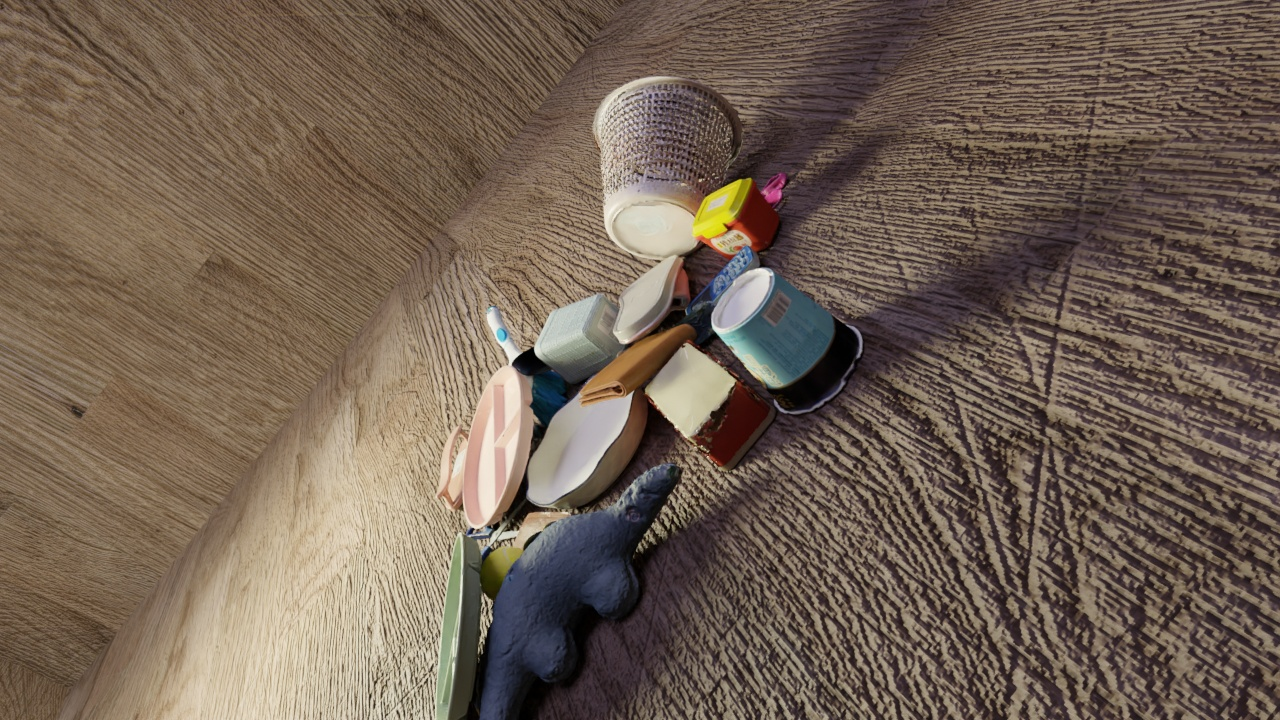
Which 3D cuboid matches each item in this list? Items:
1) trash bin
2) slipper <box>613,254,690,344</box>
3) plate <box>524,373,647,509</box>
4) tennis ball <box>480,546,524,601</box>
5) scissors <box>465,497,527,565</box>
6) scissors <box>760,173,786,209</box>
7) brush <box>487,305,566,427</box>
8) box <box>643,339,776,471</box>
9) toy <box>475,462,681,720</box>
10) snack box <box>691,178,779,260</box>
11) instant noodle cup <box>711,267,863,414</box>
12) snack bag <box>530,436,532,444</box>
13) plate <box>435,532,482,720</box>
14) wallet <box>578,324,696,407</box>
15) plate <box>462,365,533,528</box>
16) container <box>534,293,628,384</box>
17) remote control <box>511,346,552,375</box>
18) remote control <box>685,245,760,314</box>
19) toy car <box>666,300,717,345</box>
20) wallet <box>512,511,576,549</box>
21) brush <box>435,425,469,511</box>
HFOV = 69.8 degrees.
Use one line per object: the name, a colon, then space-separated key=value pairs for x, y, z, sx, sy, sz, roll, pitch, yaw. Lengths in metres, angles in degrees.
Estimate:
trash bin: x=0.032 y=-0.265 z=1.338 sx=0.228 sy=0.227 sz=0.191 roll=-27 pitch=46 yaw=43
slipper: x=0.018 y=-0.076 z=1.236 sx=0.114 sy=0.054 sz=0.274 roll=-35 pitch=13 yaw=14
plate: x=-0.065 y=0.102 z=1.164 sx=0.205 sy=0.045 sz=0.204 roll=-41 pitch=25 yaw=24
tennis ball: x=-0.148 y=0.242 z=1.030 sx=0.066 sy=0.065 sz=0.065 roll=-40 pitch=26 yaw=24
scissors: x=-0.204 y=0.244 z=1.250 sx=0.175 sy=0.012 sz=0.162 roll=-55 pitch=24 yaw=-10
scissors: x=0.153 y=-0.212 z=1.263 sx=0.138 sy=0.017 sz=0.093 roll=-26 pitch=35 yaw=51
brush: x=-0.188 y=-0.002 z=1.448 sx=0.060 sy=0.109 sz=0.314 roll=-49 pitch=24 yaw=11
box: x=0.063 y=0.041 z=0.984 sx=0.091 sy=0.077 sz=0.168 roll=-50 pitch=23 yaw=2
toy: x=-0.081 y=0.240 z=0.944 sx=0.356 sy=0.091 sz=0.138 roll=-55 pitch=36 yaw=-2
snack box: x=0.125 y=-0.179 z=1.179 sx=0.091 sy=0.080 sz=0.081 roll=-19 pitch=40 yaw=51
instant noodle cup: x=0.135 y=-0.025 z=0.894 sx=0.111 sy=0.120 sz=0.111 roll=-40 pitch=26 yaw=24
snack bag: x=-0.193 y=0.113 z=1.394 sx=0.104 sy=0.026 sz=0.048 roll=-21 pitch=65 yaw=52
plate: x=-0.201 y=0.307 z=1.014 sx=0.230 sy=0.027 sz=0.230 roll=-173 pitch=91 yaw=-76
wallet: x=-0.007 y=0.006 z=1.096 sx=0.131 sy=0.031 sz=0.108 roll=-39 pitch=13 yaw=-35
plate: x=-0.198 y=0.121 z=1.278 sx=0.230 sy=0.028 sz=0.229 roll=-39 pitch=44 yaw=51
container: x=-0.076 y=-0.033 z=1.327 sx=0.112 sy=0.090 sz=0.090 roll=-19 pitch=39 yaw=45
remote control: x=-0.136 y=-0.009 z=1.374 sx=0.136 sy=0.053 sz=0.024 roll=-24 pitch=-43 yaw=-50
remote control: x=0.103 y=-0.089 z=1.160 sx=0.125 sy=0.024 sz=0.049 roll=-46 pitch=24 yaw=22
toy car: x=0.067 y=-0.038 z=1.136 sx=0.091 sy=0.043 sz=0.034 roll=-42 pitch=-8 yaw=32
wallet: x=-0.119 y=0.232 z=1.095 sx=0.125 sy=0.032 sz=0.101 roll=-15 pitch=47 yaw=54
brush: x=-0.272 y=0.168 z=1.403 sx=0.063 sy=0.073 sz=0.145 roll=-35 pitch=31 yaw=33
